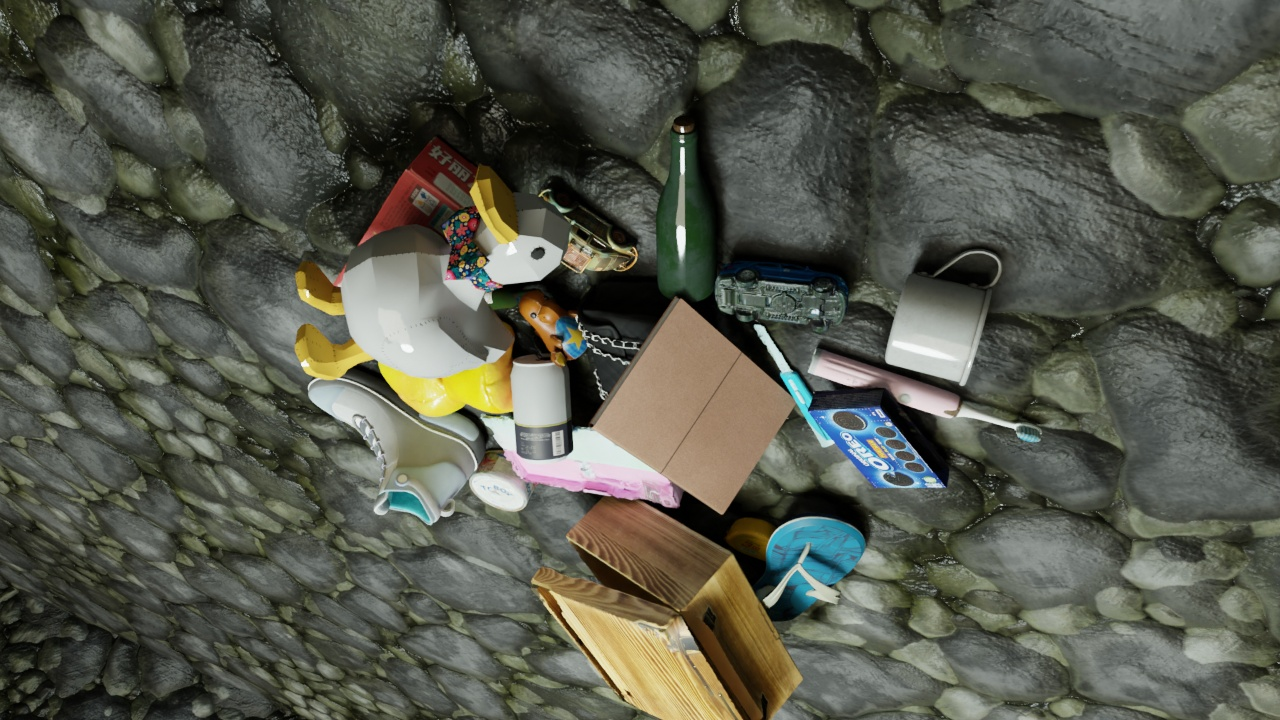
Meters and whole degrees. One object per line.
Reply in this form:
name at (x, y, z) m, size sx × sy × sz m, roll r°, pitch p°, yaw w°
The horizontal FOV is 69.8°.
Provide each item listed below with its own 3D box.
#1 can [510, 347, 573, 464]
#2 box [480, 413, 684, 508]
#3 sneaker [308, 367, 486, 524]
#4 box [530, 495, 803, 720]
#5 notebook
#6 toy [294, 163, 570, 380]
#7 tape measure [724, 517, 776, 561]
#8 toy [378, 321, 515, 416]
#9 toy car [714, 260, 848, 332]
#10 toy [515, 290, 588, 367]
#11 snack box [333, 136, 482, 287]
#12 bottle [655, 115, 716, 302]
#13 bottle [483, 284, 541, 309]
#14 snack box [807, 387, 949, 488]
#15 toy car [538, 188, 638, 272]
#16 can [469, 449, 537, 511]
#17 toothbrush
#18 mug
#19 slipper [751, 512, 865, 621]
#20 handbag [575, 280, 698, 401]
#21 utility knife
can at (-0.109, 0.047, 1.019) m, size 0.064 × 0.064 × 0.127 m, roll 3°, pitch 103°, yaw 26°
box at (-0.071, 0.114, 1.123) m, size 0.231 × 0.035 × 0.159 m, roll 6°, pitch 145°, yaw 24°
sneaker at (-0.342, 0.114, 1.191) m, size 0.257 × 0.160 × 0.093 m, roll 21°, pitch 140°, yaw 5°
box at (0.042, 0.343, 1.160) m, size 0.247 × 0.175 × 0.279 m, roll 19°, pitch 145°, yaw 47°
notebook at (0.058, 0.050, 0.885) m, size 0.209 × 0.141 × 0.008 m, roll 38°, pitch 174°, yaw -40°
toy at (-0.180, -0.064, 0.842) m, size 0.268 × 0.140 × 0.247 m, roll -16°, pitch 150°, yaw 7°
tape measure at (0.141, 0.218, 1.138) m, size 0.068 × 0.030 × 0.059 m, roll 20°, pitch 141°, yaw -1°
toy at (-0.216, 0.024, 1.082) m, size 0.194 × 0.087 × 0.134 m, roll 0°, pitch 137°, yaw 28°
toy car at (0.128, -0.063, 0.830) m, size 0.120 × 0.043 × 0.056 m, roll 9°, pitch 138°, yaw 16°
toy at (-0.102, -0.040, 0.977) m, size 0.090 × 0.070 × 0.103 m, roll 44°, pitch 161°, yaw -32°
snack box at (-0.225, -0.115, 0.954) m, size 0.113 × 0.060 × 0.237 m, roll 36°, pitch 139°, yaw -14°
bottle at (0.039, -0.131, 0.797) m, size 0.055 × 0.055 × 0.174 m, roll 13°, pitch 137°, yaw 16°
bottle at (-0.150, -0.069, 0.991) m, size 0.106 × 0.025 × 0.025 m, roll -4°, pitch 131°, yaw 32°
snack box at (0.238, 0.080, 0.916) m, size 0.082 × 0.027 × 0.150 m, roll -9°, pitch 137°, yaw 43°
toy car at (-0.057, -0.114, 0.873) m, size 0.112 × 0.047 × 0.047 m, roll 34°, pitch 144°, yaw -8°
can at (-0.187, 0.164, 1.251) m, size 0.086 × 0.043 × 0.086 m, roll 14°, pitch 141°, yaw 12°
toothbrush at (0.269, 0.034, 0.872) m, size 0.223 × 0.026 × 0.027 m, roll 19°, pitch 136°, yaw 10°
mug at (0.253, -0.041, 0.767) m, size 0.070 × 0.084 × 0.113 m, roll 16°, pitch 106°, yaw 17°
slipper at (0.197, 0.277, 1.130) m, size 0.118 × 0.060 × 0.296 m, roll 5°, pitch 143°, yaw -8°
handbag at (-0.005, 0.005, 0.924) m, size 0.125 × 0.114 × 0.154 m, roll 10°, pitch 141°, yaw 26°
utility knife at (0.156, 0.026, 0.936) m, size 0.022 × 0.015 × 0.169 m, roll -20°, pitch 120°, yaw 34°
